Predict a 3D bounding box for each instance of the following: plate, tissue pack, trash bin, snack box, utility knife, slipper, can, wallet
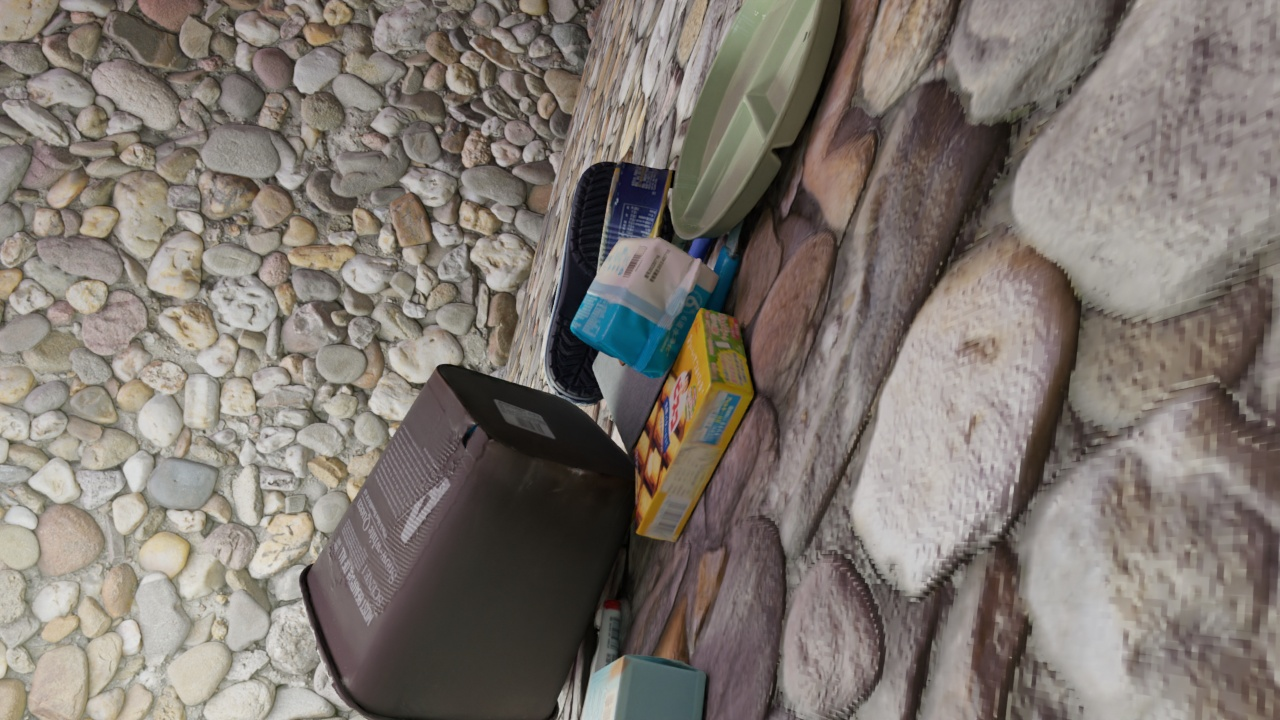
[{"bbox_3d":[0.082,-0.194,0.678,0.230,0.027,0.230,-161,91,-75],"label":"plate"},{"bbox_3d":[0.001,-0.040,0.688,0.090,0.063,0.140,-60,17,-1],"label":"tissue pack"},{"bbox_3d":[-0.127,0.141,0.725,0.199,0.198,0.220,41,107,49],"label":"trash bin"},{"bbox_3d":[-0.009,0.252,0.491,0.074,0.051,0.174,123,160,-59],"label":"snack box"},{"bbox_3d":[0.050,-0.035,0.679,0.034,0.018,0.186,-118,46,-74],"label":"utility knife"},{"bbox_3d":[-0.035,-0.073,0.930,0.095,0.105,0.252,129,153,-75],"label":"slipper"},{"bbox_3d":[0.032,0.045,0.623,0.086,0.033,0.141,-91,22,-53],"label":"snack box"},{"bbox_3d":[-0.007,-0.110,0.823,0.148,0.049,0.074,102,180,-48],"label":"can"},{"bbox_3d":[-0.005,0.005,0.779,0.107,0.037,0.129,-67,27,27],"label":"wallet"}]

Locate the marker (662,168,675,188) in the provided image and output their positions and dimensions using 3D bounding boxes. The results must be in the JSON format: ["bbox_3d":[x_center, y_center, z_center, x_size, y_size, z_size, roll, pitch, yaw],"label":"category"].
[{"bbox_3d":[0.035,-0.185,0.936,0.020,0.022,0.132,-37,15,1],"label":"marker"}]

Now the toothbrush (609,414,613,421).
[{"bbox_3d":[0.005,-0.017,0.882,0.017,0.012,0.186,-83,13,-60],"label":"toothbrush"}]

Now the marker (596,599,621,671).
[{"bbox_3d":[-0.026,0.243,0.672,0.017,0.017,0.145,117,164,-45],"label":"marker"}]

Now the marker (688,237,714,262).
[{"bbox_3d":[0.031,-0.051,0.788,0.016,0.017,0.146,-90,20,-54],"label":"marker"}]

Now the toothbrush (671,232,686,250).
[{"bbox_3d":[0.043,-0.132,0.838,0.020,0.029,0.190,-21,-40,-49],"label":"toothbrush"}]

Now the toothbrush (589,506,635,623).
[{"bbox_3d":[-0.023,0.159,0.771,0.016,0.015,0.190,-100,28,-55],"label":"toothbrush"}]
